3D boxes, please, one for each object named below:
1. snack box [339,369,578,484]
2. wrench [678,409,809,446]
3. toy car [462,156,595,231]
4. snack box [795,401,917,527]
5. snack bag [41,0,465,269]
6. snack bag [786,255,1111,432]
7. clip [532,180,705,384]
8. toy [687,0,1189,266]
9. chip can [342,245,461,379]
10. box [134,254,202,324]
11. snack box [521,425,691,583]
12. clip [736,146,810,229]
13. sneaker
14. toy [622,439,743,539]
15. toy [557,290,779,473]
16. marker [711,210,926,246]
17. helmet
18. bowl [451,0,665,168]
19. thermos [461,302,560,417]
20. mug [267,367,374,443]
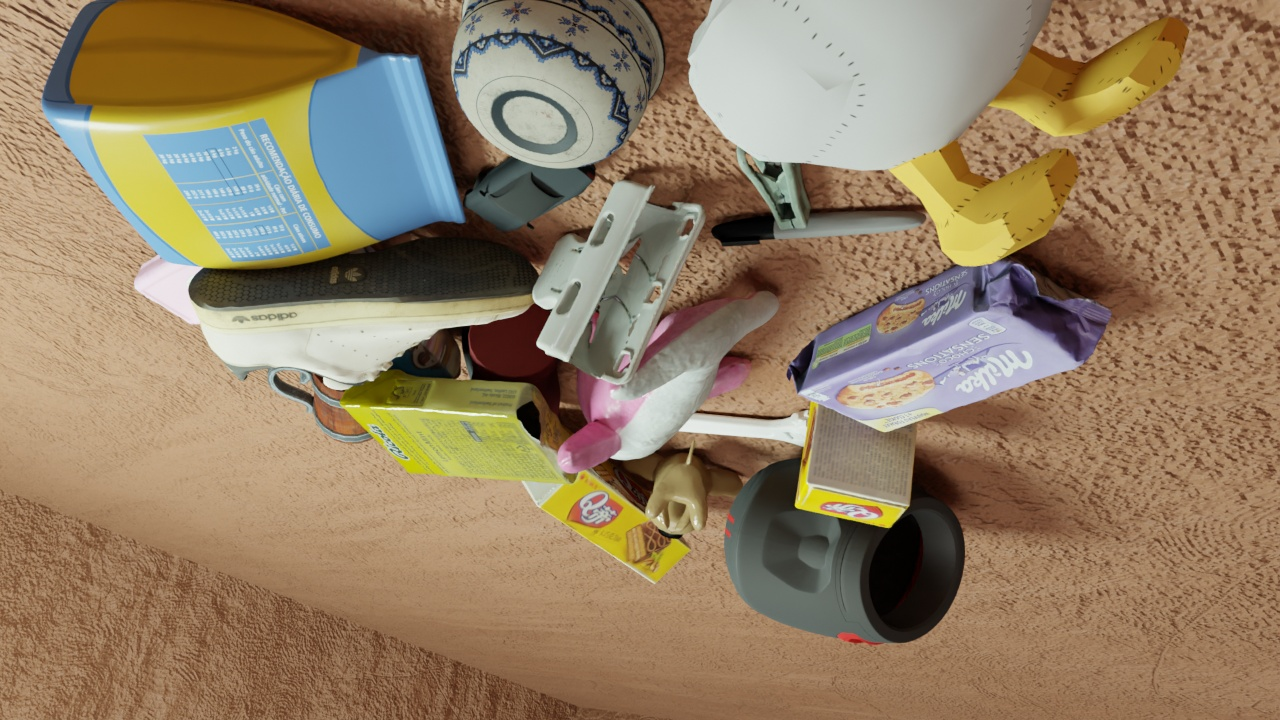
[{"bbox_3d":[-0.146,0.056,0.776,0.181,0.045,0.121,1,145,24],"label":"snack box"},{"bbox_3d":[0.075,0.062,0.884,0.274,0.018,0.066,4,151,23],"label":"wrench"},{"bbox_3d":[-0.075,-0.113,0.605,0.046,0.034,0.112,33,148,-31],"label":"toy car"},{"bbox_3d":[0.178,0.074,0.755,0.083,0.105,0.061,12,153,5],"label":"snack box"},{"bbox_3d":[-0.225,-0.136,0.577,0.205,0.102,0.159,2,152,1],"label":"snack bag"},{"bbox_3d":[0.204,-0.011,0.636,0.096,0.058,0.206,25,149,-25],"label":"snack bag"},{"bbox_3d":[-0.031,-0.057,0.611,0.091,0.125,0.151,31,174,-34],"label":"clip"},{"bbox_3d":[0.065,-0.160,0.349,0.267,0.140,0.247,42,168,-1],"label":"toy"},{"bbox_3d":[-0.232,-0.047,0.761,0.080,0.079,0.229,2,148,24],"label":"chip can"},{"bbox_3d":[-0.350,-0.061,0.831,0.202,0.044,0.154,-12,143,40],"label":"box"},{"bbox_3d":[-0.046,0.151,1.007,0.230,0.062,0.110,44,-177,-44],"label":"snack box"},{"bbox_3d":[0.083,-0.107,0.551,0.035,0.023,0.074,-1,151,26],"label":"clip"},{"bbox_3d":[-0.193,-0.026,0.674,0.241,0.088,0.102,-5,128,-17],"label":"sneaker"},{"bbox_3d":[0.042,0.134,0.950,0.134,0.105,0.108,14,175,2],"label":"toy"},{"bbox_3d":[-0.004,0.004,0.731,0.128,0.186,0.266,56,154,7],"label":"toy"},{"bbox_3d":[0.110,-0.083,0.583,0.139,0.022,0.016,1,145,27],"label":"marker"},{"bbox_3d":[0.178,0.177,0.886,0.264,0.164,0.170,16,176,-43],"label":"helmet"},{"bbox_3d":[-0.049,-0.150,0.494,0.115,0.059,0.116,12,153,6],"label":"bowl"},{"bbox_3d":[-0.123,0.019,0.839,0.108,0.083,0.199,42,155,14],"label":"thermos"},{"bbox_3d":[-0.312,0.027,0.931,0.117,0.081,0.111,1,152,-13],"label":"mug"}]
